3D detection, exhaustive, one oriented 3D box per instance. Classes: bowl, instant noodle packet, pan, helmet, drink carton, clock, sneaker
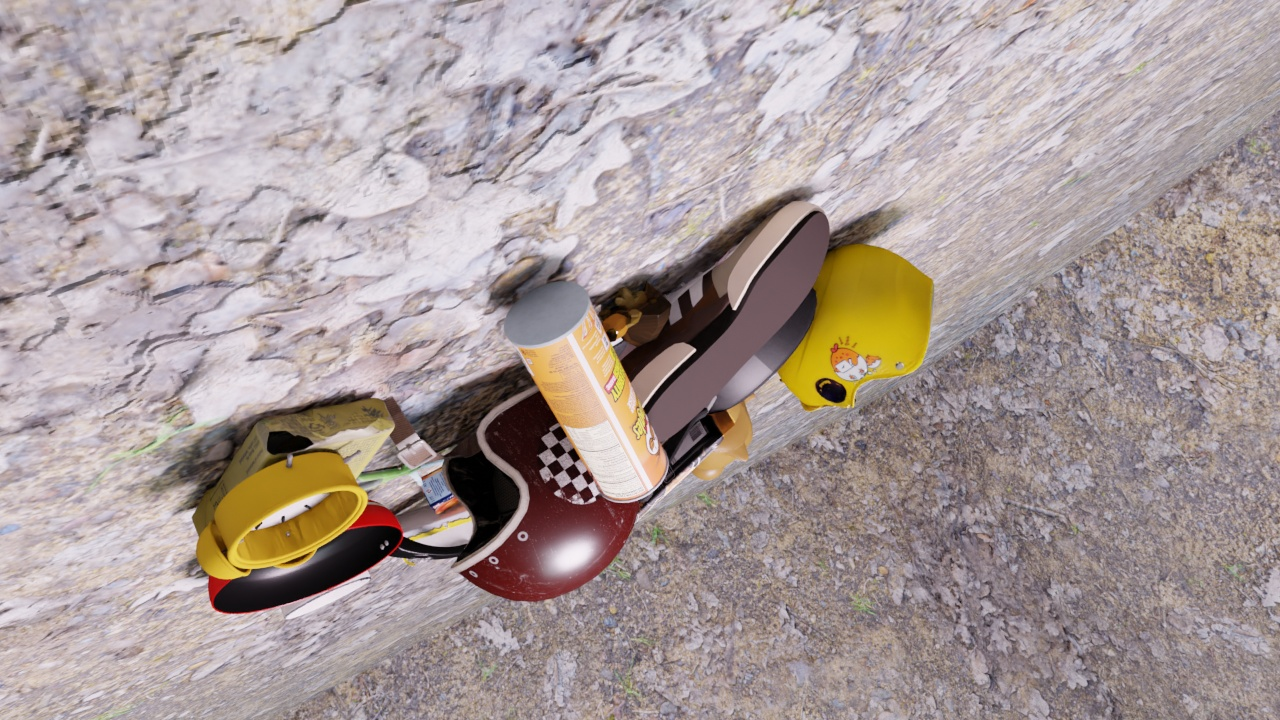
[{"bbox_3d":[-0.409,0.276,1.170,0.113,0.063,0.113,-27,170,-6],"label":"bowl"},{"bbox_3d":[0.023,0.135,1.106,0.221,0.032,0.159,-44,-173,5],"label":"instant noodle packet"},{"bbox_3d":[0.091,0.031,1.029,0.205,0.044,0.354,-34,-162,51],"label":"pan"},{"bbox_3d":[0.243,-0.053,1.159,0.241,0.139,0.208,-35,-158,40],"label":"helmet"},{"bbox_3d":[-0.210,0.143,1.160,0.130,0.040,0.064,-27,167,-11],"label":"drink carton"},{"bbox_3d":[-0.293,0.130,0.750,0.152,0.052,0.113,-43,158,22],"label":"clock"},{"bbox_3d":[0.067,-0.057,0.946,0.294,0.116,0.111,-51,147,6],"label":"sneaker"},{"bbox_3d":[-0.124,0.127,0.969,0.233,0.253,0.234,-33,178,-28],"label":"helmet"},{"bbox_3d":[-0.325,0.220,1.078,0.209,0.067,0.355,-40,157,31],"label":"pan"}]

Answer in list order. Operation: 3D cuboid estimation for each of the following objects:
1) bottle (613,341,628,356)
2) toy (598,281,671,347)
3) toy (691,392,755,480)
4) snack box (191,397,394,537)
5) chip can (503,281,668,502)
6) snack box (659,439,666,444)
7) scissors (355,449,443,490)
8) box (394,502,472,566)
[{"bbox_3d":[-0.006,0.006,1.080,0.174,0.046,0.083,-33,166,10],"label":"bottle"},{"bbox_3d":[-0.016,-0.037,0.882,0.076,0.063,0.099,6,-148,42],"label":"toy"},{"bbox_3d":[0.114,0.097,1.451,0.198,0.162,0.203,-44,158,-12],"label":"toy"},{"bbox_3d":[-0.302,0.096,0.799,0.121,0.045,0.181,-10,153,-47],"label":"snack box"},{"bbox_3d":[-0.043,0.034,0.814,0.075,0.075,0.215,-29,132,-4],"label":"chip can"},{"bbox_3d":[-0.036,0.112,1.206,0.155,0.069,0.203,-42,180,-10],"label":"snack box"},{"bbox_3d":[-0.268,0.124,1.040,0.138,0.028,0.171,-30,162,-11],"label":"scissors"},{"bbox_3d":[-0.239,0.214,1.197,0.209,0.079,0.080,-20,-178,8],"label":"box"}]
